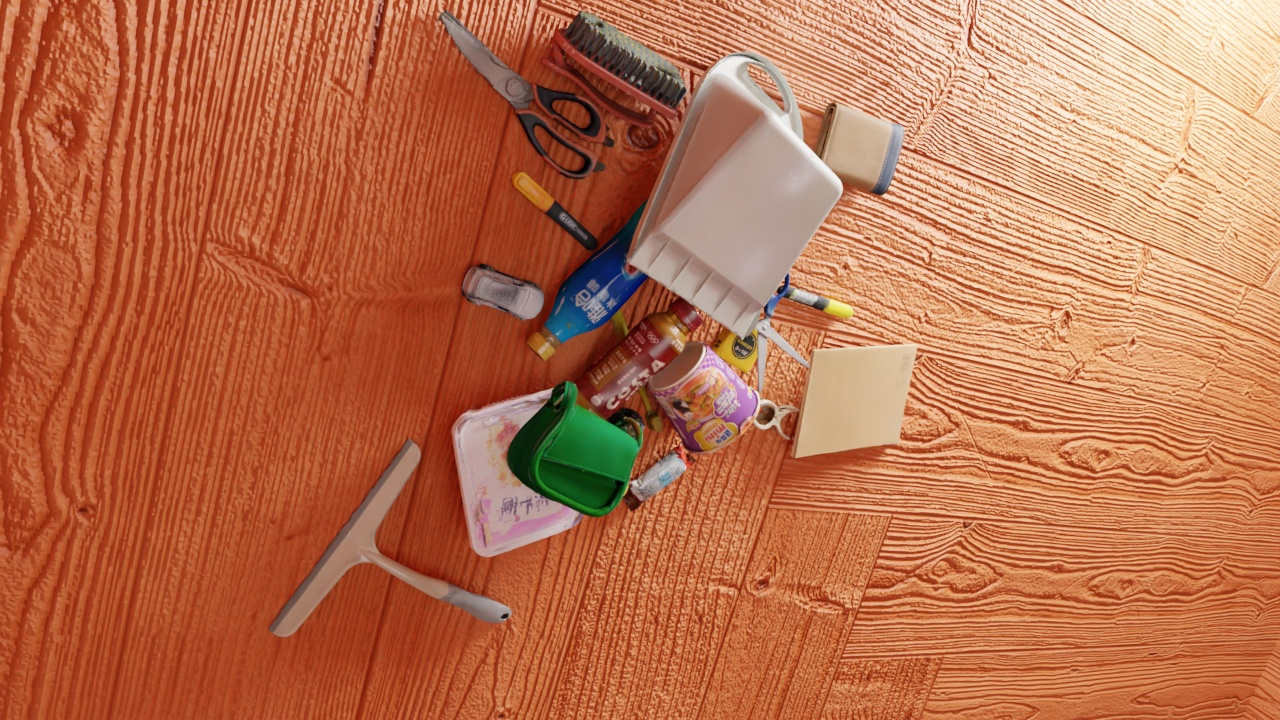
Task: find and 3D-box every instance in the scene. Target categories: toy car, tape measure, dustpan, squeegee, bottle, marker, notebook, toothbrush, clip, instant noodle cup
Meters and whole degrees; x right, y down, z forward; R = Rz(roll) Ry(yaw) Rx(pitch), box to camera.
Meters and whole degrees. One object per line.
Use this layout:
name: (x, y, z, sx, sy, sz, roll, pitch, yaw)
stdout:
toy car: (-0.141, -0.070, 0.955, 0.090, 0.034, 0.043, 19, 94, -35)
tape measure: (0.119, -0.020, 1.126, 0.060, 0.029, 0.057, 30, 92, -34)
dustpan: (0.103, -0.196, 1.015, 0.258, 0.142, 0.222, -50, 135, 11)
squeegee: (-0.230, 0.249, 1.017, 0.246, 0.039, 0.246, 38, 87, -35)
bottle: (-0.006, 0.000, 1.025, 0.175, 0.057, 0.057, -42, 124, 3)
toy car: (-0.038, 0.101, 1.068, 0.105, 0.049, 0.031, -46, 122, -7)
marker: (-0.088, -0.155, 0.964, 0.018, 0.015, 0.124, -50, 126, 0)
notebook: (0.296, 0.053, 1.254, 0.211, 0.012, 0.149, -3, 109, -36)
bottle: (-0.037, -0.086, 0.990, 0.218, 0.065, 0.065, -45, 124, -7)
toothbrush: (-0.006, 0.006, 1.070, 0.015, 0.016, 0.190, -29, 120, -18)
clip: (0.167, 0.072, 1.188, 0.100, 0.035, 0.076, 18, 97, -42)
instant noodle cup: (0.069, 0.037, 1.077, 0.111, 0.111, 0.099, -43, 114, -10)
marker: (0.224, -0.076, 1.177, 0.124, 0.015, 0.018, 14, 99, -30)
instant noodle cup: (-0.138, 0.114, 1.008, 0.137, 0.060, 0.174, -16, 116, -25)

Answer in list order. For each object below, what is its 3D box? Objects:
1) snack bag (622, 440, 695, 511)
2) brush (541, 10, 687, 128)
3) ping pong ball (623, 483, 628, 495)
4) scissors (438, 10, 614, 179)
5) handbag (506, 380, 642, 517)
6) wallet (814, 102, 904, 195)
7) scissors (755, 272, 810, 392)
snack bag: (0.022, 0.143, 1.132, 0.105, 0.026, 0.045, -37, 131, -13)
brush: (-0.027, -0.290, 0.927, 0.145, 0.063, 0.069, 22, 125, -33)
ping pong ball: (-0.034, 0.147, 1.091, 0.040, 0.040, 0.040, -11, 113, -27)
scissors: (-0.107, -0.274, 0.910, 0.176, 0.015, 0.210, -22, 118, -20)
handbag: (-0.066, 0.096, 0.973, 0.131, 0.068, 0.120, 34, 81, -34)
wallet: (0.266, -0.258, 1.123, 0.115, 0.033, 0.090, 8, 101, -31)
scissors: (0.142, -0.050, 1.106, 0.162, 0.012, 0.175, 18, 77, -17)
